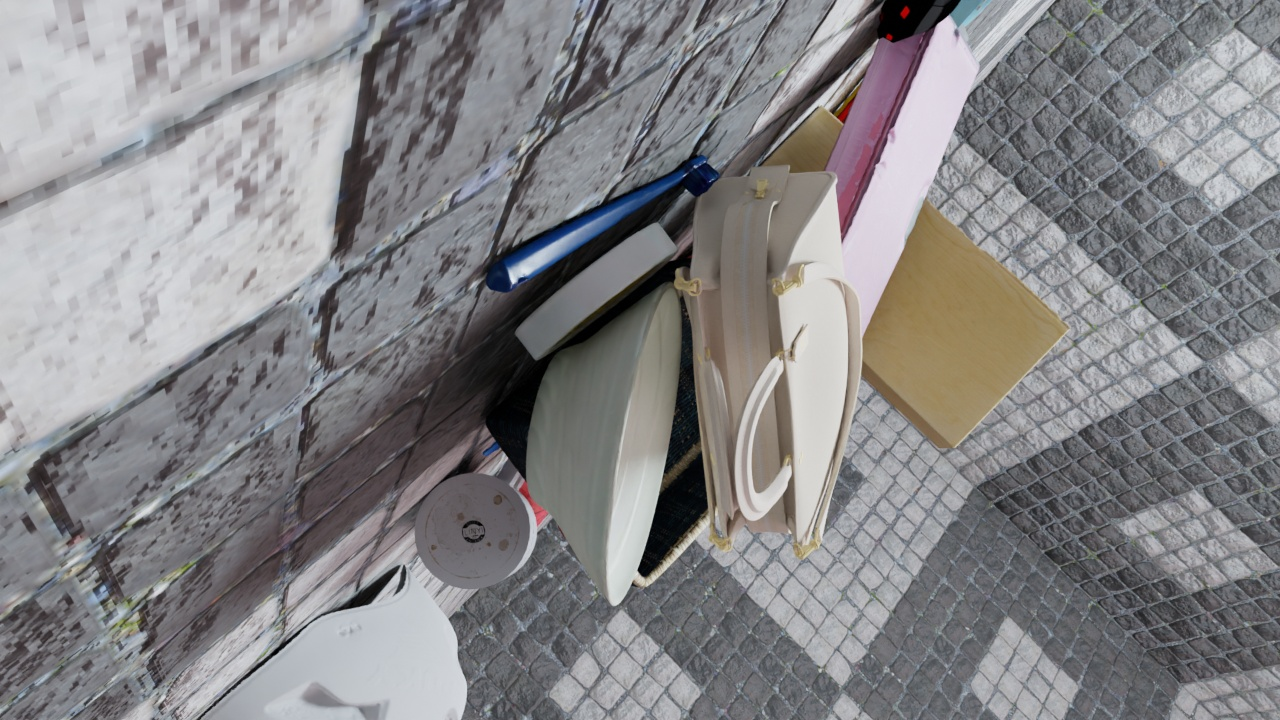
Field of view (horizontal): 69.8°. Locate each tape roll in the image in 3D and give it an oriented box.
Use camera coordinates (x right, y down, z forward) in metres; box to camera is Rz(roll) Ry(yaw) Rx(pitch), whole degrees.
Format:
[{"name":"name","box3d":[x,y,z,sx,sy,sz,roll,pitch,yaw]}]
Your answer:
[{"name":"tape roll","box3d":[-0.022,-0.035,0.476,0.094,0.019,0.094,-37,-179,1]}]

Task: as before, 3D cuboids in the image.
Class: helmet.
[{"name":"helmet","box3d":[-0.270,0.294,0.767,0.224,0.184,0.282,-51,153,13]}]

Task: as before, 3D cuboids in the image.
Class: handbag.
[{"name":"handbag","box3d":[0.065,0.014,0.494,0.197,0.101,0.195,-64,150,-57]}]

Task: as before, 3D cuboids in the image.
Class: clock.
[{"name":"clock","box3d":[0.268,-0.296,0.691,0.087,0.042,0.123,-42,176,-32]}]

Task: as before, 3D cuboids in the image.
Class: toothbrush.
[{"name":"toothbrush","box3d":[-0.008,-0.067,0.432,0.016,0.017,0.189,-51,172,38]}]

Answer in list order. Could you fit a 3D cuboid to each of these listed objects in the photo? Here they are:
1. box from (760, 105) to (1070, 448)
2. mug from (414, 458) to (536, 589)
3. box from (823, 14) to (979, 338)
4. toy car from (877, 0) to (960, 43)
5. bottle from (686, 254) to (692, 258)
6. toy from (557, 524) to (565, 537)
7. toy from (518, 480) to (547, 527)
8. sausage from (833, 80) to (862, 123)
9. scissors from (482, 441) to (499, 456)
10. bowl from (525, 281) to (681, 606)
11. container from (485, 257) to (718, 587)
[{"name":"box","box3d":[0.194,-0.071,0.731,0.142,0.248,0.179,-47,175,18]},{"name":"mug","box3d":[-0.115,0.116,0.712,0.119,0.083,0.096,-59,177,-11]},{"name":"box","box3d":[0.162,-0.117,0.622,0.099,0.080,0.232,25,88,-85]},{"name":"toy car","box3d":[0.182,-0.230,0.557,0.091,0.036,0.042,-44,175,-12]},{"name":"bottle","box3d":[0.065,-0.074,0.785,0.072,0.048,0.134,-38,180,28]},{"name":"toy","box3d":[-0.017,0.086,0.761,0.147,0.098,0.217,-3,144,-7]},{"name":"toy","box3d":[-0.145,0.157,0.891,0.133,0.062,0.092,-34,168,3]},{"name":"sausage","box3d":[0.177,-0.197,0.771,0.040,0.040,0.156,-40,172,-47]},{"name":"scissors","box3d":[-0.080,0.039,0.722,0.109,0.018,0.131,-48,176,-1]},{"name":"bowl","box3d":[-0.022,0.041,0.506,0.176,0.058,0.176,11,89,-80]},{"name":"container","box3d":[0.008,0.038,0.631,0.187,0.145,0.071,-43,-156,-24]}]
